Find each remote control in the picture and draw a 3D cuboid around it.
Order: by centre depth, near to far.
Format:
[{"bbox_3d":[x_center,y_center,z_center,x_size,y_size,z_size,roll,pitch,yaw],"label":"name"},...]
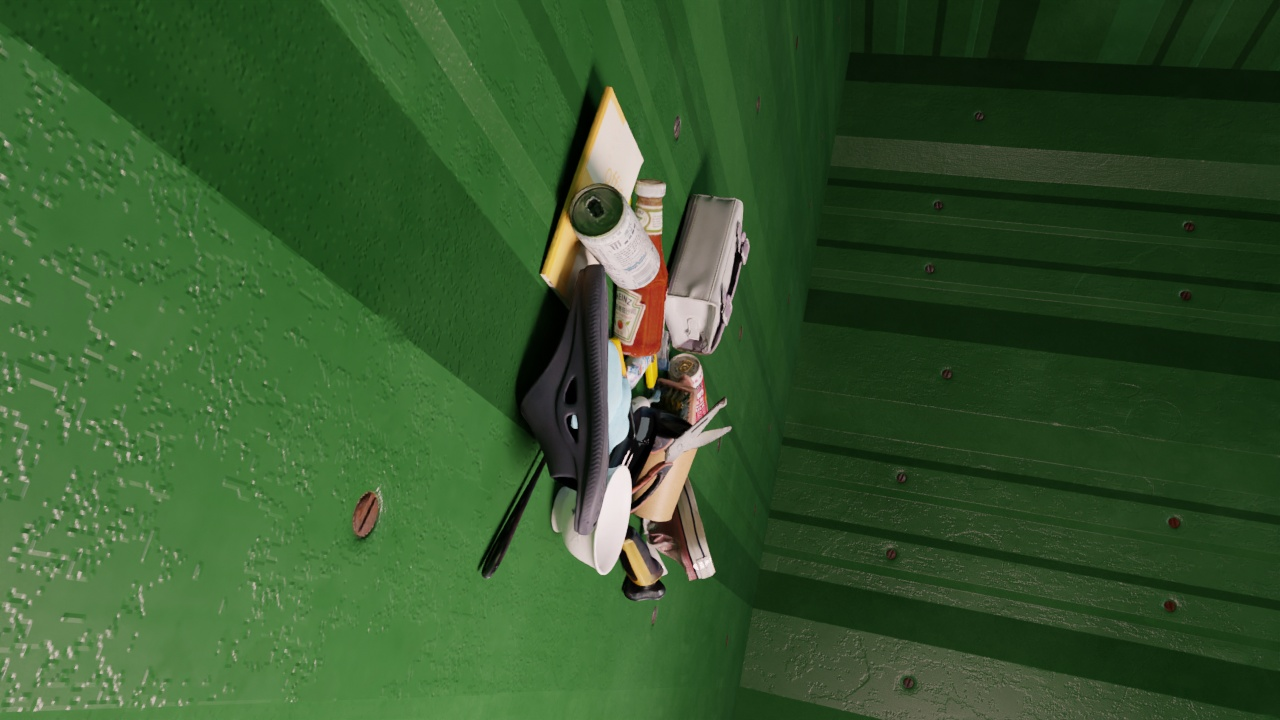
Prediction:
[{"bbox_3d":[-0.013,0.121,1.119,0.053,0.024,0.136,21,97,-45],"label":"remote control"}]

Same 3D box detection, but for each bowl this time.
[{"bbox_3d":[-0.057,0.166,0.991,0.118,0.065,0.118,8,89,-74],"label":"bowl"}]

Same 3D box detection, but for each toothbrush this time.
[{"bbox_3d":[-0.112,0.132,0.870,0.180,0.016,0.018,-67,153,-45],"label":"toothbrush"},{"bbox_3d":[-0.007,0.063,1.191,0.220,0.027,0.026,-23,133,-72],"label":"toothbrush"}]

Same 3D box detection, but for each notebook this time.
[{"bbox_3d":[-0.046,-0.153,0.941,0.146,0.010,0.206,54,51,-68],"label":"notebook"}]

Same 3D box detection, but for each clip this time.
[{"bbox_3d":[0.030,-0.015,1.291,0.044,0.027,0.058,22,76,-66],"label":"clip"}]

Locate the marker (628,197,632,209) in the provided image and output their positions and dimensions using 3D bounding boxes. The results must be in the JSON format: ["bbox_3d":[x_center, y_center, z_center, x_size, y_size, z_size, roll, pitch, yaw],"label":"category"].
[{"bbox_3d":[-0.016,-0.164,1.068,0.124,0.015,0.018,82,23,-48],"label":"marker"}]

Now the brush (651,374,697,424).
[{"bbox_3d":[0.053,0.095,1.355,0.072,0.063,0.146,-44,142,-50],"label":"brush"}]

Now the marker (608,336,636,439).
[{"bbox_3d":[-0.022,0.034,1.083,0.015,0.018,0.124,-18,100,-43],"label":"marker"}]

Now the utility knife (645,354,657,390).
[{"bbox_3d":[0.009,-0.029,1.224,0.033,0.015,0.178,-72,162,-50],"label":"utility knife"}]

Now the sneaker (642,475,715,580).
[{"bbox_3d":[0.046,0.240,1.357,0.240,0.088,0.118,-106,179,-62],"label":"sneaker"}]

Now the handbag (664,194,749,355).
[{"bbox_3d":[0.100,-0.126,1.366,0.145,0.098,0.196,83,21,-58],"label":"handbag"}]

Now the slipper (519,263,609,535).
[{"bbox_3d":[-0.069,0.034,0.875,0.111,0.083,0.267,89,1,-69],"label":"slipper"}]

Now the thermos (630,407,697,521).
[{"bbox_3d":[0.030,0.144,1.268,0.093,0.093,0.143,-24,130,-72],"label":"thermos"}]

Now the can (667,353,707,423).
[{"bbox_3d":[0.074,0.048,1.423,0.133,0.053,0.053,77,26,-53],"label":"can"}]

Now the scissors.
[{"bbox_3d":[0.030,0.120,1.184,0.224,0.015,0.189,17,99,-43],"label":"scissors"}]

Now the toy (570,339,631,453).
[{"bbox_3d":[-0.045,0.045,1.002,0.156,0.050,0.161,-25,126,-67],"label":"toy"}]

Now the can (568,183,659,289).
[{"bbox_3d":[-0.024,-0.121,0.915,0.146,0.058,0.058,47,53,-69],"label":"can"}]

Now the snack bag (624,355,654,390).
[{"bbox_3d":[-0.007,0.007,1.164,0.105,0.026,0.045,-56,154,-53],"label":"snack bag"}]

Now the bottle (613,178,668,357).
[{"bbox_3d":[0.004,-0.106,1.067,0.059,0.060,0.206,-49,147,-63],"label":"bottle"}]

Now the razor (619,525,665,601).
[{"bbox_3d":[-0.008,0.281,1.271,0.067,0.062,0.168,-41,142,-18],"label":"razor"}]
